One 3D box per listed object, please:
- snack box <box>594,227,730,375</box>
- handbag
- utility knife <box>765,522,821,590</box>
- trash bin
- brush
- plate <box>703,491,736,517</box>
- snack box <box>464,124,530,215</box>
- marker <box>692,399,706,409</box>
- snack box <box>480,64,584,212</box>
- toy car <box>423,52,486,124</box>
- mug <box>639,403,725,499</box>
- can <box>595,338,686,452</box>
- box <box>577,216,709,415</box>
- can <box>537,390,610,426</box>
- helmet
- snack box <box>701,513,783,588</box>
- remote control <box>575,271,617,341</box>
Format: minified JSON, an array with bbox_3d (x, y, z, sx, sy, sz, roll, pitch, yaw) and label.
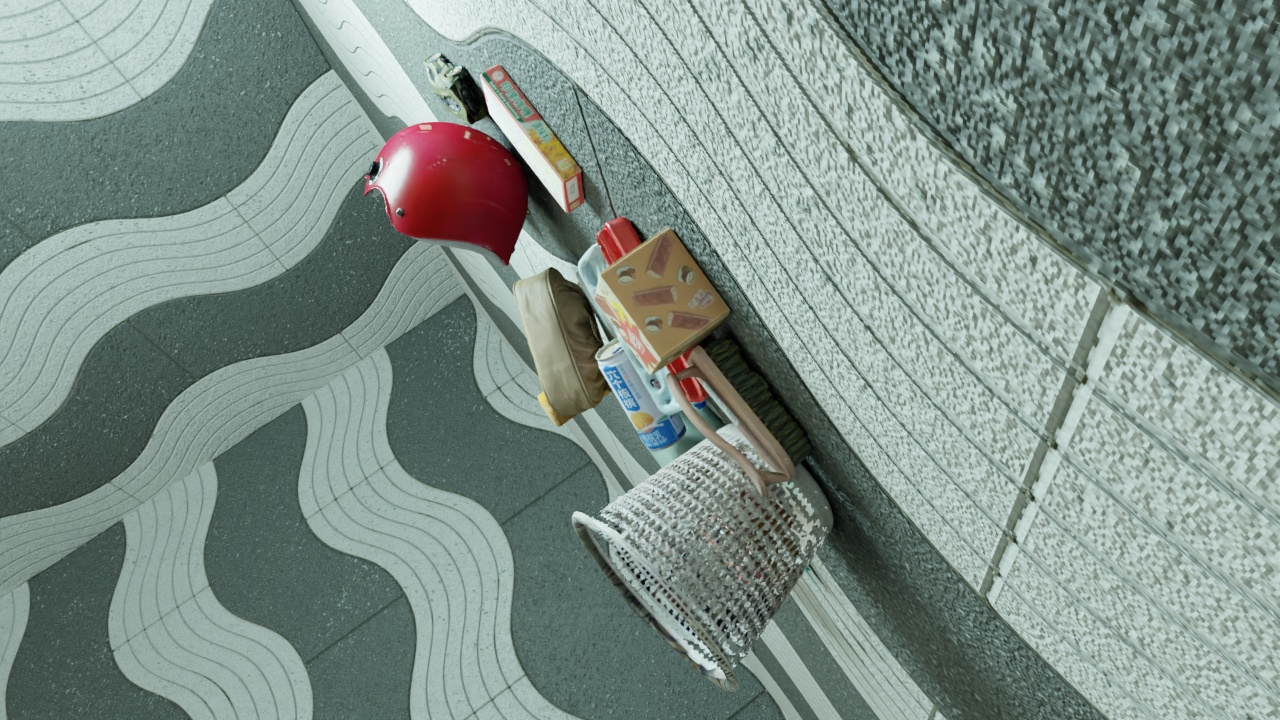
[{"bbox_3d":[0.017,-0.051,0.831,0.094,0.077,0.093,54,170,4],"label":"snack box"},{"bbox_3d":[-0.099,-0.028,1.287,0.147,0.100,0.204,2,-111,-75],"label":"handbag"},{"bbox_3d":[0.174,0.216,1.153,0.178,0.013,0.029,54,171,4],"label":"utility knife"},{"bbox_3d":[0.075,0.176,0.910,0.227,0.191,0.228,43,162,17],"label":"trash bin"},{"bbox_3d":[0.090,0.052,0.838,0.145,0.073,0.063,52,169,8],"label":"brush"},{"bbox_3d":[0.082,0.157,1.257,0.163,0.034,0.164,45,-179,34],"label":"plate"},{"bbox_3d":[-0.227,-0.273,1.358,0.125,0.053,0.113,53,172,42],"label":"snack box"},{"bbox_3d":[0.028,0.001,1.105,0.146,0.017,0.017,49,169,15],"label":"marker"},{"bbox_3d":[-0.116,-0.238,0.990,0.155,0.027,0.077,53,170,12],"label":"snack box"},{"bbox_3d":[-0.247,-0.353,1.194,0.158,0.042,0.070,47,167,51],"label":"toy car"},{"bbox_3d":[0.062,0.096,1.140,0.103,0.083,0.124,50,142,36],"label":"mug"},{"bbox_3d":[0.001,0.039,1.073,0.134,0.053,0.053,60,169,-20],"label":"can"},{"bbox_3d":[0.005,-0.041,0.957,0.201,0.049,0.161,60,163,2],"label":"box"},{"bbox_3d":[-0.082,0.038,1.386,0.058,0.146,0.058,53,170,13],"label":"can"},{"bbox_3d":[-0.243,-0.238,1.195,0.206,0.144,0.240,14,-158,-45],"label":"helmet"},{"bbox_3d":[0.142,0.270,1.291,0.113,0.044,0.127,48,-174,40],"label":"snack box"},{"bbox_3d":[-0.047,-0.063,1.252,0.058,0.021,0.150,50,169,41],"label":"remote control"}]
